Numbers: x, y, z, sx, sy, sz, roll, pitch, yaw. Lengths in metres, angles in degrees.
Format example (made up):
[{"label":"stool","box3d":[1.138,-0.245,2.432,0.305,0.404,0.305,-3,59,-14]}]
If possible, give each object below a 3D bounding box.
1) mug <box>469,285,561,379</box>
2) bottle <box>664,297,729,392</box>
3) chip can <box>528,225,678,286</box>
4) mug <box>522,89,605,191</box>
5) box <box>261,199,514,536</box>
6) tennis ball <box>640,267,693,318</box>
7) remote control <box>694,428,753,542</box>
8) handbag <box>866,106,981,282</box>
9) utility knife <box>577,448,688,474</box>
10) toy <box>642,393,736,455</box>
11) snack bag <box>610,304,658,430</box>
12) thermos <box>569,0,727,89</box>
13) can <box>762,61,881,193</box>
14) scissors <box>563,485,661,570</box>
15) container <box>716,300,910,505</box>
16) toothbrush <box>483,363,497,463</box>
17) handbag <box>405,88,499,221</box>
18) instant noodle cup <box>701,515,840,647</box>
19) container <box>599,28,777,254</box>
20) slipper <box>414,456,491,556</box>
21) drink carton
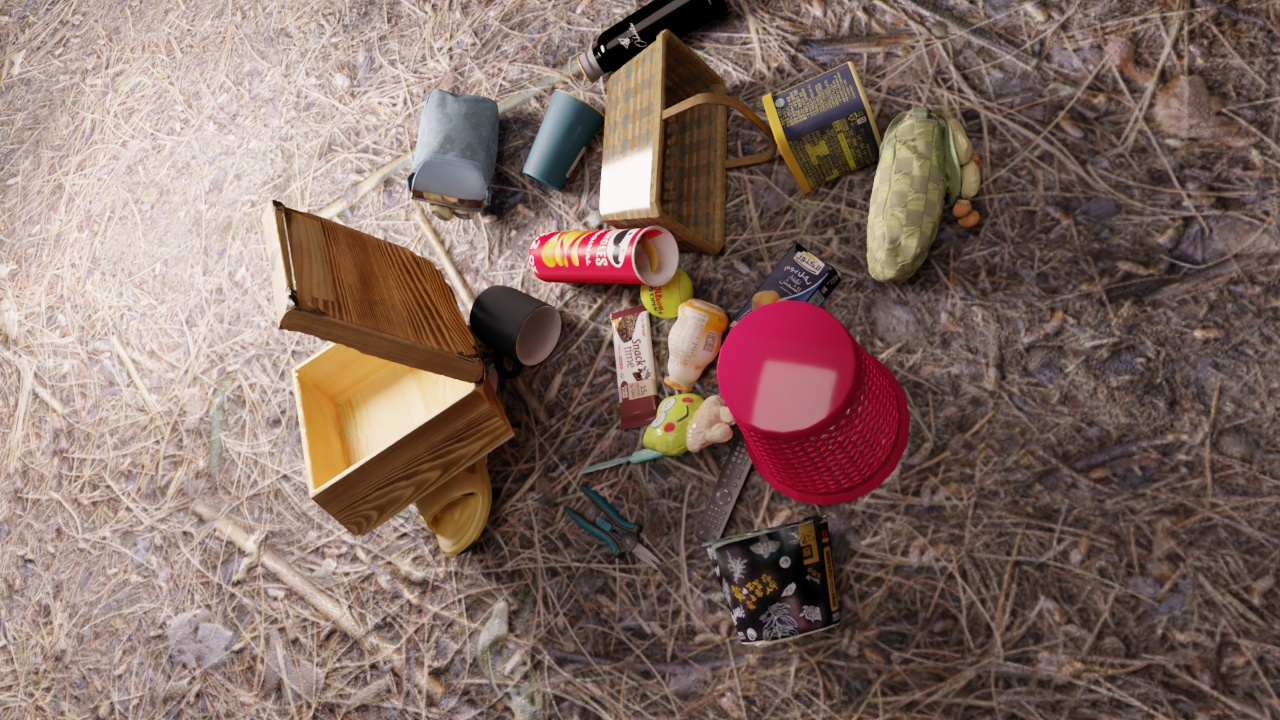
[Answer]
[{"label":"mug","box3d":[-0.171,-0.033,1.215,0.094,0.085,0.122,26,117,31]},{"label":"bottle","box3d":[0.063,-0.018,1.097,0.063,0.063,0.108,26,100,30]},{"label":"chip can","box3d":[-0.052,-0.129,1.142,0.221,0.069,0.069,7,77,50]},{"label":"mug","box3d":[-0.110,-0.300,1.265,0.078,0.078,0.121,29,94,30]},{"label":"box","box3d":[-0.328,-0.032,1.100,0.282,0.315,0.279,-32,39,-2]},{"label":"tennis ball","box3d":[0.033,-0.085,1.130,0.065,0.065,0.065,-8,71,24]},{"label":"remote control","box3d":[0.103,0.146,1.054,0.032,0.015,0.136,21,85,30]},{"label":"handbag","box3d":[0.312,-0.176,1.001,0.117,0.113,0.186,9,82,15]},{"label":"utility knife","box3d":[0.003,0.117,1.115,0.180,0.016,0.022,-18,34,22]},{"label":"toy","box3d":[0.060,0.073,1.066,0.115,0.046,0.091,-2,42,37]},{"label":"snack bag","box3d":[-0.007,0.007,1.153,0.057,0.013,0.157,-13,69,21]},{"label":"thermos","box3d":[0.003,-0.446,1.256,0.232,0.061,0.061,-26,65,18]},{"label":"can","box3d":[0.213,-0.266,1.055,0.104,0.135,0.075,-20,67,17]},{"label":"scissors","box3d":[-0.037,0.207,1.103,0.141,0.019,0.128,-11,64,16]},{"label":"container","box3d":[0.167,0.036,0.923,0.183,0.225,0.183,-6,71,19]},{"label":"toothbrush","box3d":[-0.206,0.090,1.226,0.016,0.018,0.181,-5,72,27]},{"label":"handbag","box3d":[-0.270,-0.290,1.322,0.121,0.119,0.191,6,62,-13]},{"label":"instant noodle cup","box3d":[0.143,0.228,0.950,0.137,0.137,0.112,-18,77,21]},{"label":"container","box3d":[0.063,-0.266,1.122,0.187,0.157,0.249,-9,71,36]},{"label":"slipper","box3d":[-0.265,0.124,1.199,0.100,0.078,0.263,-35,56,20]},{"label":"drink carton","box3d":[0.168,-0.069,1.072,0.064,0.040,0.130,41,95,29]}]
